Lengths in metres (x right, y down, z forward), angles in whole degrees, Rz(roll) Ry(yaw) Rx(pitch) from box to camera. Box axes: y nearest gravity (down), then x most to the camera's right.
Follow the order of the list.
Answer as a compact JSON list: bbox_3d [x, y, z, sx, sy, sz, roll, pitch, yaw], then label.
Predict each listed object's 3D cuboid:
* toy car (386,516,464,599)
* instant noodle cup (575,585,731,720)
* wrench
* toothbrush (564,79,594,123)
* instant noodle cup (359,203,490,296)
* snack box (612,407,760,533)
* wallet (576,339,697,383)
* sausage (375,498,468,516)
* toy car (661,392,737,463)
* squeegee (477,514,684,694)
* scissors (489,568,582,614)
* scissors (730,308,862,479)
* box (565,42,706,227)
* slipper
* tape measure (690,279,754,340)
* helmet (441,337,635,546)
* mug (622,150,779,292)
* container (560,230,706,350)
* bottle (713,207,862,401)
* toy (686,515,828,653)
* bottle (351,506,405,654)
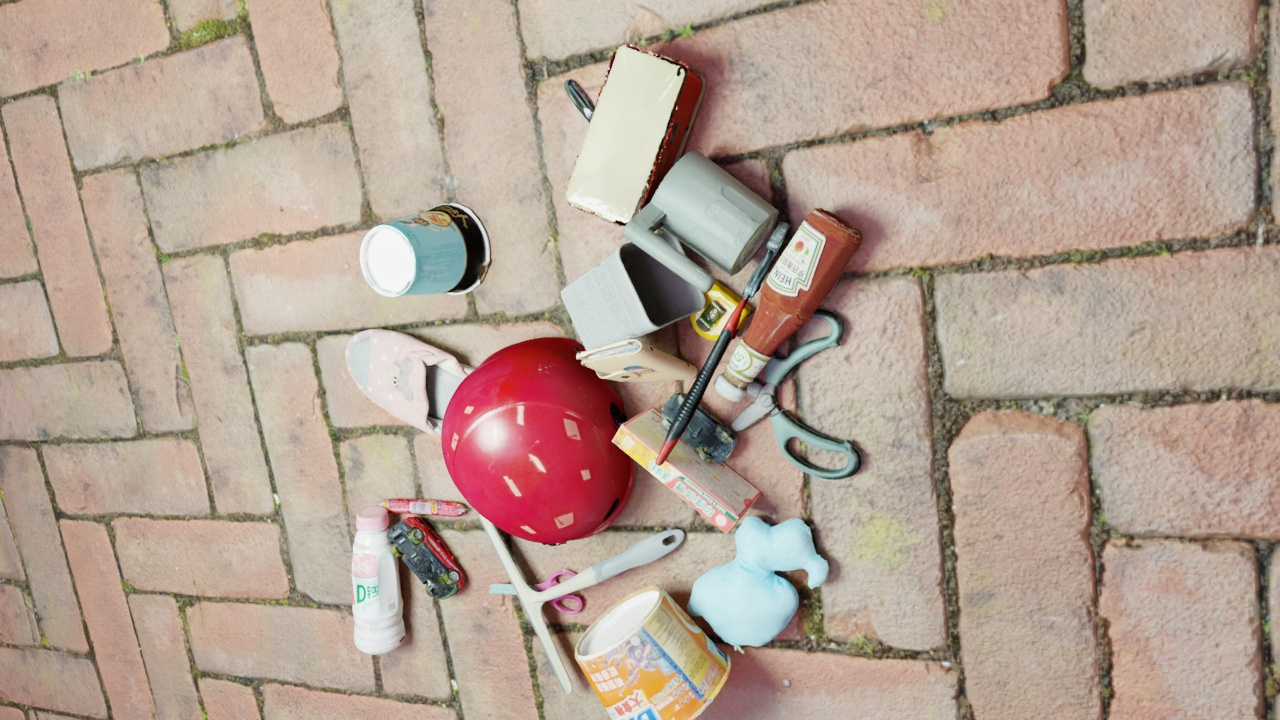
[{"bbox_3d":[-0.276,0.255,1.193,0.053,0.045,0.120,-34,94,31],"label":"toy car"},{"bbox_3d":[0.007,0.328,1.005,0.152,0.151,0.111,-33,96,28],"label":"instant noodle cup"},{"bbox_3d":[0.080,-0.014,0.914,0.016,0.056,0.273,29,100,9],"label":"wrench"},{"bbox_3d":[-0.028,-0.225,0.971,0.016,0.018,0.181,-39,83,31],"label":"toothbrush"},{"bbox_3d":[-0.249,-0.120,1.044,0.111,0.120,0.111,6,105,24],"label":"instant noodle cup"},{"bbox_3d":[0.050,0.114,0.981,0.156,0.076,0.027,38,115,13],"label":"snack box"},{"bbox_3d":[-0.006,0.006,0.964,0.087,0.115,0.024,-8,74,31],"label":"wallet"},{"bbox_3d":[-0.288,0.191,1.198,0.156,0.020,0.020,-2,102,27],"label":"sausage"},{"bbox_3d":[0.064,0.071,0.989,0.090,0.034,0.043,38,118,15],"label":"toy car"},{"bbox_3d":[-0.056,0.252,1.077,0.247,0.039,0.246,-28,86,23],"label":"squeegee"},{"bbox_3d":[-0.132,0.291,1.146,0.135,0.017,0.063,-8,102,23],"label":"scissors"},{"bbox_3d":[0.173,0.039,0.937,0.170,0.019,0.174,43,115,9],"label":"scissors"},{"bbox_3d":[-0.010,-0.221,0.914,0.091,0.079,0.168,25,103,17],"label":"box"},{"bbox_3d":[-0.258,0.035,1.125,0.274,0.054,0.114,20,110,19],"label":"slipper"},{"bbox_3d":[0.079,-0.049,0.954,0.060,0.028,0.057,40,117,12],"label":"tape measure"},{"bbox_3d":[-0.118,0.101,1.002,0.207,0.143,0.240,-30,90,12],"label":"helmet"},{"bbox_3d":[0.060,-0.131,0.896,0.103,0.123,0.084,38,153,11],"label":"mug"},{"bbox_3d":[-0.012,-0.065,0.950,0.115,0.090,0.090,-25,89,46],"label":"container"},{"bbox_3d":[0.138,-0.050,0.897,0.060,0.059,0.206,36,109,14],"label":"bottle"},{"bbox_3d":[0.125,0.245,0.994,0.162,0.049,0.156,-1,91,25],"label":"toy"},{"bbox_3d":[-0.352,0.291,1.223,0.068,0.068,0.197,10,108,24],"label":"bottle"}]
